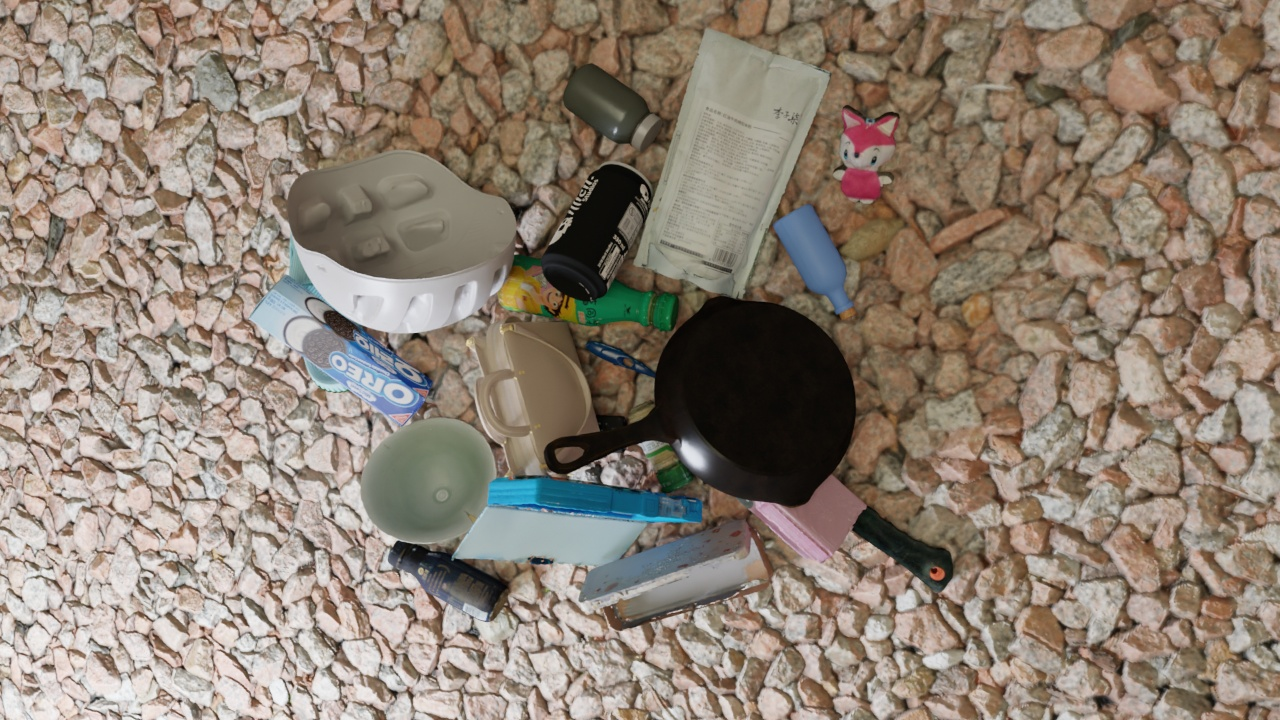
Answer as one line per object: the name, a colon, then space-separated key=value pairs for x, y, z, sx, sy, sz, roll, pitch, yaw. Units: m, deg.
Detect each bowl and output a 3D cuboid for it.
bowl: x=-0.259 y=0.163 z=1.159 sx=0.174 sy=0.068 sz=0.174 roll=-2 pitch=58 yaw=3

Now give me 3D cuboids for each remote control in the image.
remote control: x=-0.084 y=0.088 z=1.130 sx=0.141 sy=0.021 sz=0.045 roll=1 pitch=90 yaw=20

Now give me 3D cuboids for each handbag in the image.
handbag: x=-0.130 y=0.045 z=1.030 sx=0.101 sy=0.197 sz=0.194 roll=-20 pitch=83 yaw=20

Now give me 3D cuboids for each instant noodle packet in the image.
instant noodle packet: x=0.096 y=-0.213 z=1.023 sx=0.147 sy=0.057 sz=0.269 roll=18 pitch=100 yaw=-6

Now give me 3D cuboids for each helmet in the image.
helmet: x=-0.260 y=-0.130 z=1.033 sx=0.283 sy=0.223 sz=0.184 roll=17 pitch=130 yaw=45

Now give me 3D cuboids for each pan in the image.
pan: x=0.071 y=0.050 z=0.961 sx=0.355 sy=0.043 sz=0.248 roll=-15 pitch=74 yaw=-18

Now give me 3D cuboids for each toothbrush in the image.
toothbrush: x=-0.007 y=0.006 z=1.100 sx=0.132 sy=0.016 sz=0.021 roll=25 pitch=103 yaw=13

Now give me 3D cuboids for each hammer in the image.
hammer: x=0.211 y=0.155 z=1.054 sx=0.333 sy=0.033 sz=0.133 roll=33 pitch=103 yaw=8

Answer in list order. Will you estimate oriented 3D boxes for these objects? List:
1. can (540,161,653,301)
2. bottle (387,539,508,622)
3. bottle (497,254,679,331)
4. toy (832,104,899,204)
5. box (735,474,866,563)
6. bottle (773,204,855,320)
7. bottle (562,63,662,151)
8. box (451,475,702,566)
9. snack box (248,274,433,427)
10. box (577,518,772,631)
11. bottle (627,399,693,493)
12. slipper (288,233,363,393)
can: x=-0.047 y=-0.144 z=1.023 sx=0.080 sy=0.080 sz=0.145 roll=22 pitch=67 yaw=11
bottle: x=-0.249 y=0.280 z=1.184 sx=0.161 sy=0.056 sz=0.056 roll=25 pitch=104 yaw=10
bottle: x=-0.060 y=-0.074 z=1.074 sx=0.210 sy=0.068 sz=0.068 roll=12 pitch=101 yaw=14
toy: x=0.242 y=-0.219 z=0.983 sx=0.065 sy=0.050 sz=0.102 roll=7 pitch=105 yaw=10
box: x=0.127 y=0.128 z=1.032 sx=0.232 sy=0.099 sz=0.099 roll=40 pitch=143 yaw=4
bottle: x=0.198 y=-0.104 z=1.009 sx=0.048 sy=0.048 sz=0.131 roll=-30 pitch=89 yaw=17
bottle: x=-0.031 y=-0.285 z=1.041 sx=0.108 sy=0.060 sz=0.060 roll=37 pitch=105 yaw=8
box: x=-0.071 y=0.174 z=1.037 sx=0.175 sy=0.243 sz=0.063 roll=-36 pitch=54 yaw=35
snack box: x=-0.365 y=-0.011 z=1.131 sx=0.226 sy=0.059 sz=0.059 roll=40 pitch=107 yaw=-18
box: x=0.045 y=0.265 z=1.093 sx=0.217 sy=0.094 sz=0.108 roll=-21 pitch=117 yaw=17
bottle: x=0.022 y=0.102 z=1.092 sx=0.043 sy=0.042 sz=0.110 roll=-26 pitch=89 yaw=17
slipper: x=-0.404 y=-0.091 z=1.169 sx=0.116 sy=0.069 sz=0.276 roll=3 pitch=99 yaw=18
